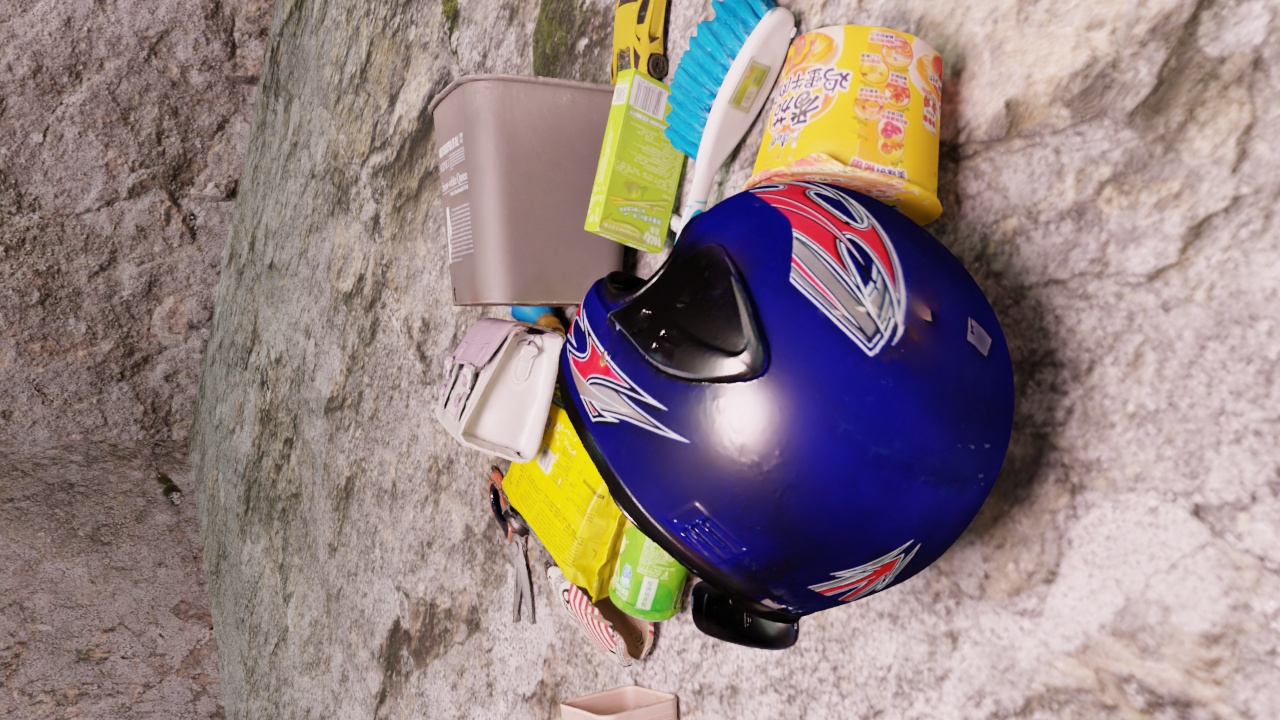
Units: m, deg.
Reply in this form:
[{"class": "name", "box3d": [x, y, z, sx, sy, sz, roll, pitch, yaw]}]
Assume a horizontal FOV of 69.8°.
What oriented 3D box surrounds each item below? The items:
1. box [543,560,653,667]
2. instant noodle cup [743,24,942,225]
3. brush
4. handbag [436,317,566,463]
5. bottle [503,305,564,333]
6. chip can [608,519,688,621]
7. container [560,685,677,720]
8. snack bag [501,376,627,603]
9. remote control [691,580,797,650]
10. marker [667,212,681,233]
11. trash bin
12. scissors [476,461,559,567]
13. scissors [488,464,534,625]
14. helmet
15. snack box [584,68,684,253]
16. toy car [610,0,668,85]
[{"class": "box", "box3d": [-0.035, 0.253, 0.960, 0.164, 0.080, 0.075, 26, 140, 52]}, {"class": "instant noodle cup", "box3d": [0.151, -0.163, 0.651, 0.138, 0.138, 0.109, 6, 84, 55]}, {"class": "brush", "box3d": [0.053, -0.181, 0.840, 0.109, 0.060, 0.315, 49, 122, 39]}, {"class": "handbag", "box3d": [-0.160, 0.023, 1.012, 0.145, 0.098, 0.197, -68, 20, -4]}, {"class": "bottle", "box3d": [-0.147, -0.095, 1.121, 0.218, 0.065, 0.065, 55, 130, 42]}, {"class": "chip can", "box3d": [0.027, 0.133, 0.848, 0.072, 0.072, 0.221, 34, 114, 51]}, {"class": "container", "box3d": [-0.017, 0.381, 0.879, 0.090, 0.090, 0.111, -14, 79, 54]}, {"class": "snack bag", "box3d": [-0.072, 0.122, 0.973, 0.246, 0.068, 0.158, 36, 105, 53]}, {"class": "remote control", "box3d": [0.082, 0.222, 0.803, 0.137, 0.024, 0.053, -9, 79, 55]}, {"class": "marker", "box3d": [0.026, -0.143, 0.920, 0.146, 0.016, 0.017, 41, 120, 49]}, {"class": "trash bin", "box3d": [-0.114, -0.166, 0.964, 0.199, 0.198, 0.220, -174, 84, -65]}, {"class": "scissors", "box3d": [-0.143, 0.176, 1.069, 0.159, 0.014, 0.181, 50, 176, -7]}, {"class": "scissors", "box3d": [-0.157, 0.214, 1.156, 0.221, 0.015, 0.190, 50, 127, 43]}, {"class": "helmet", "box3d": [0.097, 0.000, 0.613, 0.241, 0.247, 0.315, -51, 42, 14]}, {"class": "snack box", "box3d": [0.001, -0.189, 0.881, 0.026, 0.085, 0.156, 11, 88, 50]}, {"class": "toy car", "box3d": [-0.001, -0.350, 0.956, 0.071, 0.041, 0.156, 14, 98, 54]}]
